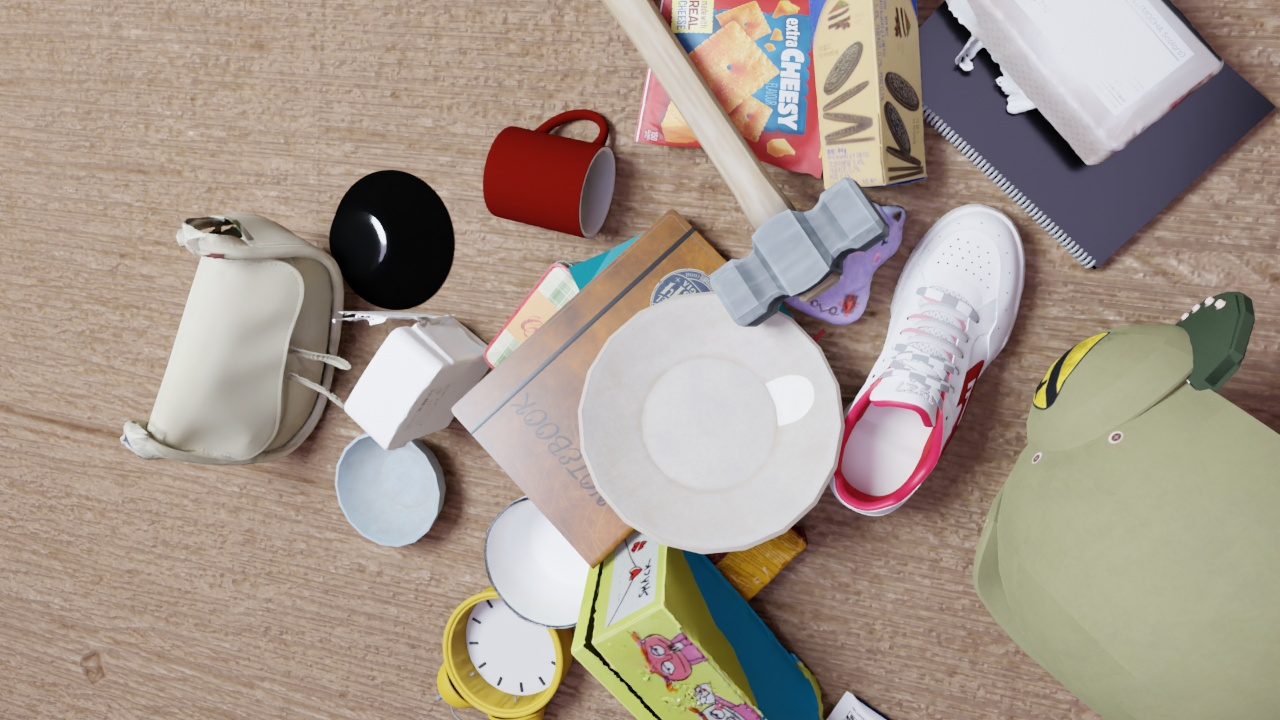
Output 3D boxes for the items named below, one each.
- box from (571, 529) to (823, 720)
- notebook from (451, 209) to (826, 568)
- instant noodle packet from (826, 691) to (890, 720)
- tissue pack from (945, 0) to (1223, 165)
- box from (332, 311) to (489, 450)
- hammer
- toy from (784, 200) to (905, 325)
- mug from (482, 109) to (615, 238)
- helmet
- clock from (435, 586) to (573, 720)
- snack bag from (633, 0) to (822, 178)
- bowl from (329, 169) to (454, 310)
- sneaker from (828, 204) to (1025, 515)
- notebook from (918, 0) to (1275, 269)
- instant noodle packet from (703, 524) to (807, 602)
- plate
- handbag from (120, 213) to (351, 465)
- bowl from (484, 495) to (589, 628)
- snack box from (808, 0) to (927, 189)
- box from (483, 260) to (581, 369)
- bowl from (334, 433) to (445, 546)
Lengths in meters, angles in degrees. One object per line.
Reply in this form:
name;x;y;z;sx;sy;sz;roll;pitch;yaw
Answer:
box;0.052;0.234;0.690;0.082;0.124;0.221;-32;111;17
notebook;-0.005;0.006;0.702;0.249;0.014;0.178;-43;82;-5
instant noodle packet;0.203;0.339;0.741;0.134;0.026;0.087;31;107;11
tissue pack;0.270;-0.220;0.601;0.104;0.071;0.181;-39;87;2
box;-0.210;-0.008;0.776;0.130;0.109;0.103;38;108;8
hammer;0.040;-0.182;0.652;0.117;0.051;0.322;-35;79;20
toy;0.146;-0.078;0.686;0.080;0.036;0.100;21;105;5
mug;-0.066;-0.156;0.731;0.082;0.073;0.105;15;74;15
helmet;0.320;0.105;0.534;0.250;0.255;0.233;40;105;10
clock;-0.122;0.270;0.823;0.113;0.052;0.152;25;101;13
snack bag;0.077;-0.215;0.685;0.144;0.039;0.131;12;101;6
bowl;-0.230;-0.103;0.795;0.124;0.052;0.124;3;100;17
sneaker;0.200;0.005;0.647;0.090;0.104;0.237;28;106;12
notebook;0.293;-0.186;0.634;0.206;0.016;0.149;45;108;6
instant noodle packet;0.058;0.156;0.742;0.098;0.039;0.136;38;109;-11
plate;0.050;0.044;0.666;0.189;0.027;0.188;-1;77;4
handbag;-0.317;-0.003;0.767;0.132;0.183;0.229;28;107;13
bowl;-0.067;0.161;0.778;0.116;0.065;0.116;3;99;17
snack box;0.153;-0.223;0.628;0.056;0.057;0.207;9;112;50
box;-0.022;0.023;0.752;0.205;0.050;0.118;45;108;8
bowl;-0.220;0.112;0.833;0.106;0.039;0.106;3;100;17
